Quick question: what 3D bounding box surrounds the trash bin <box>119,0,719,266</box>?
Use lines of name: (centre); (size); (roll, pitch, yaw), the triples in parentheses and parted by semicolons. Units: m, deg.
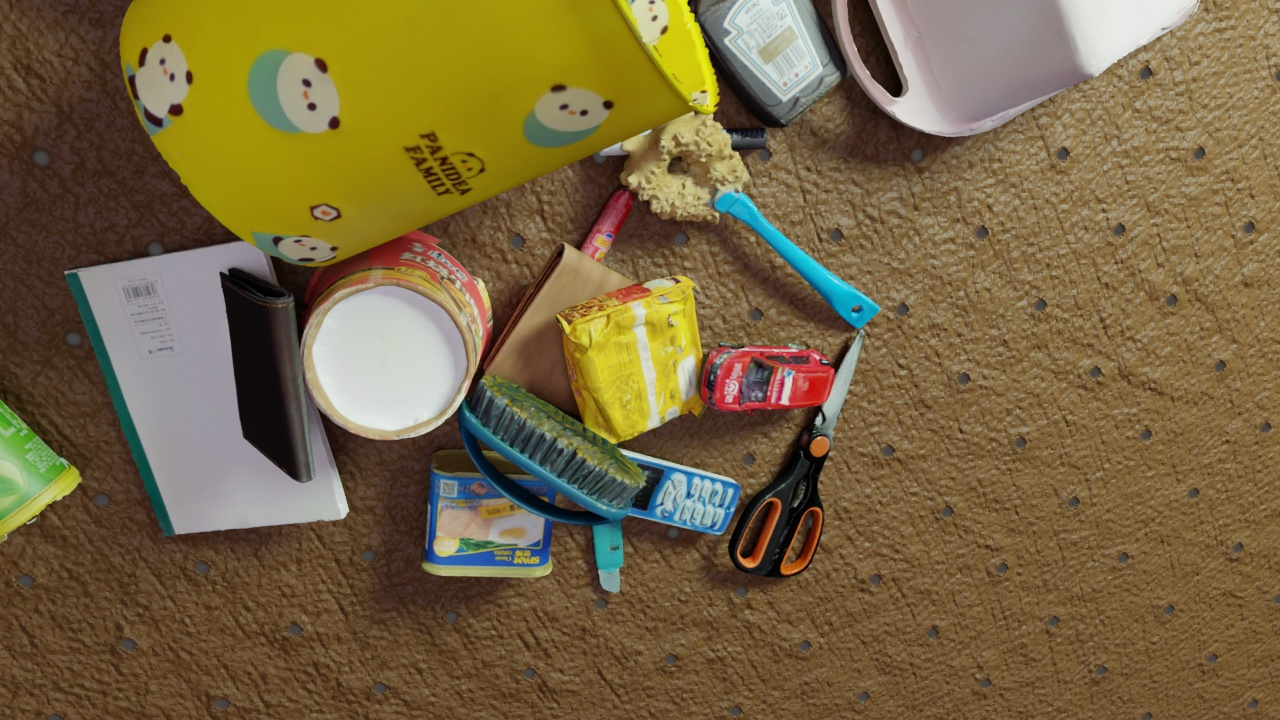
trash bin: (-0.119, -0.185, 0.510); (0.256, 0.229, 0.229); (-24, 111, 19)

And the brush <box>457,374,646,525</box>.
brush: (-0.070, 0.073, 0.659); (0.144, 0.055, 0.074); (34, 105, -4)

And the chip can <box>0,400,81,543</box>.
chip can: (-0.480, 0.021, 0.605); (0.072, 0.072, 0.221); (-34, 110, 1)

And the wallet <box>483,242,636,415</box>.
wallet: (-0.049, -0.019, 0.687); (0.101, 0.020, 0.115); (27, 104, -36)

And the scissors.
scissors: (0.153, 0.083, 0.774); (0.125, 0.022, 0.235); (35, 94, -28)

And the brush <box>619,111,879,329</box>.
brush: (0.091, -0.096, 0.686); (0.254, 0.045, 0.083); (34, 112, -25)

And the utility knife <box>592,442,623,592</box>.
utility knife: (-0.027, 0.116, 0.750); (0.029, 0.013, 0.171); (-7, 108, -12)

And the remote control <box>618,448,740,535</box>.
remote control: (0.019, 0.106, 0.744); (0.125, 0.024, 0.049); (17, 99, -22)

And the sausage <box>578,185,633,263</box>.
sausage: (-0.046, -0.065, 0.688); (0.020, 0.020, 0.156); (30, 100, -18)

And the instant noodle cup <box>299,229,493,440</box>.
instant noodle cup: (-0.171, -0.012, 0.633); (0.138, 0.108, 0.138); (-3, 108, -9)

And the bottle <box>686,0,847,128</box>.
bottle: (0.063, -0.258, 0.635); (0.080, 0.044, 0.195); (-40, 109, 0)

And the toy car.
toy car: (0.100, 0.014, 0.710); (0.120, 0.045, 0.053); (-1, 107, -33)

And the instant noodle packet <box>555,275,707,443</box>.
instant noodle packet: (-0.004, 0.004, 0.685); (0.110, 0.044, 0.129); (-19, 127, -15)

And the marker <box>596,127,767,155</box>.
marker: (0.029, -0.160, 0.671); (0.130, 0.022, 0.018); (-4, 114, -10)

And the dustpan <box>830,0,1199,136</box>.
dustpan: (0.265, -0.295, 0.662); (0.272, 0.139, 0.222); (-40, 111, -34)

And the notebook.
notebook: (-0.305, 0.026, 0.651); (0.150, 0.012, 0.209); (-7, 108, 9)

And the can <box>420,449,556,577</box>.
can: (-0.116, 0.118, 0.712); (0.102, 0.057, 0.083); (4, 104, -12)

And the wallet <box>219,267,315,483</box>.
wallet: (-0.243, 0.008, 0.594); (0.020, 0.096, 0.122); (-16, 116, -40)
